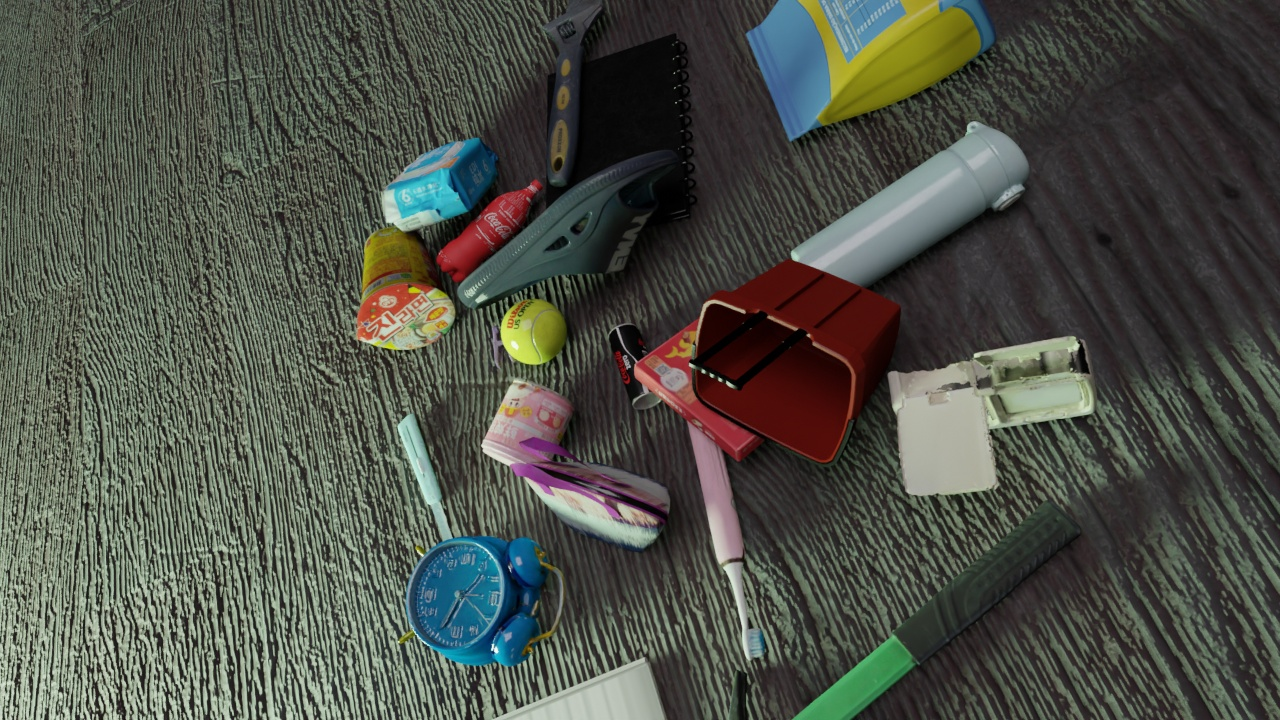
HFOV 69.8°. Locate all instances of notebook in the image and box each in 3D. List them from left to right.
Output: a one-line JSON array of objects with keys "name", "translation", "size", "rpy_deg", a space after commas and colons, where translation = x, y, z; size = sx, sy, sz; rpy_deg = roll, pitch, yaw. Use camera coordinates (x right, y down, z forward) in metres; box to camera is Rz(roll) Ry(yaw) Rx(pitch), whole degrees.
[{"name": "notebook", "translation": [-0.066, 0.356, 0.768], "size": [0.210, 0.009, 0.142], "rpy_deg": [-26, 61, 12]}, {"name": "notebook", "translation": [-0.025, -0.239, 0.996], "size": [0.169, 0.019, 0.231], "rpy_deg": [-11, 65, 20]}]

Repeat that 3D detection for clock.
[{"name": "clock", "translation": [-0.139, 0.214, 0.829], "size": [0.162, 0.060, 0.116], "rpy_deg": [-4, 67, 21]}]

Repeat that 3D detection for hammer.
[{"name": "hammer", "translation": [0.199, 0.220, 0.698], "size": [0.319, 0.032, 0.130], "rpy_deg": [-41, 58, 3]}]

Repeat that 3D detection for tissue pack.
[{"name": "tissue pack", "translation": [-0.220, -0.197, 1.013], "size": [0.093, 0.062, 0.144], "rpy_deg": [-15, 26, 18]}]

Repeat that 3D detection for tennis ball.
[{"name": "tennis ball", "translation": [-0.106, -0.029, 0.914], "size": [0.065, 0.065, 0.065], "rpy_deg": [-9, 65, 20]}]

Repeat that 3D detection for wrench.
[{"name": "wrench", "translation": [-0.080, -0.313, 1.029], "size": [0.073, 0.022, 0.272], "rpy_deg": [-5, 66, 18]}]

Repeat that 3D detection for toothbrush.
[{"name": "toothbrush", "translation": [0.073, 0.143, 0.787], "size": [0.027, 0.027, 0.222], "rpy_deg": [-22, 62, 21]}]

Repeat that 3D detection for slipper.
[{"name": "slipper", "translation": [-0.066, -0.109, 0.906], "size": [0.269, 0.110, 0.083], "rpy_deg": [-33, 88, 23]}]

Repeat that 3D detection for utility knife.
[{"name": "utility knife", "translation": [-0.214, 0.124, 0.930], "size": [0.022, 0.015, 0.158], "rpy_deg": [-31, 63, 7]}]

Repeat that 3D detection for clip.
[{"name": "clip", "translation": [-0.142, -0.017, 0.957], "size": [0.036, 0.013, 0.052], "rpy_deg": [-17, 60, 15]}]

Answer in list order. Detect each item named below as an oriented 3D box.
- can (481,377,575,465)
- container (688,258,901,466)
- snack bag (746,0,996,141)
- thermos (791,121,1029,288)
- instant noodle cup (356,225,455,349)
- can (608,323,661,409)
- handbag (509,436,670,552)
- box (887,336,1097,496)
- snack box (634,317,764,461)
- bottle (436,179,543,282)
[{"name": "can", "translation": [-0.107, 0.064, 0.874], "size": [0.067, 0.067, 0.076], "rpy_deg": [17, 75, 28]}, {"name": "container", "translation": [0.107, 0.010, 0.729], "size": [0.148, 0.127, 0.200], "rpy_deg": [28, 45, 26]}, {"name": "snack bag", "translation": [0.211, -0.324, 0.889], "size": [0.206, 0.102, 0.158], "rpy_deg": [-29, 59, 25]}, {"name": "thermos", "translation": [0.236, -0.126, 0.806], "size": [0.207, 0.065, 0.078], "rpy_deg": [-33, 73, 7]}, {"name": "instant noodle cup", "translation": [-0.258, -0.085, 0.995], "size": [0.100, 0.100, 0.112], "rpy_deg": [-27, 51, 11]}, {"name": "can", "translation": [-0.005, 0.005, 0.876], "size": [0.031, 0.031, 0.080], "rpy_deg": [-27, 61, 11]}, {"name": "handbag", "translation": [-0.052, 0.105, 0.773], "size": [0.145, 0.170, 0.068], "rpy_deg": [14, 75, 28]}, {"name": "box", "translation": [0.255, 0.043, 0.667], "size": [0.145, 0.186, 0.101], "rpy_deg": [-13, 80, 27]}, {"name": "snack box", "translation": [0.070, 0.022, 0.822], "size": [0.089, 0.021, 0.133], "rpy_deg": [-36, 56, -23]}, {"name": "bottle", "translation": [-0.161, -0.144, 1.001], "size": [0.141, 0.042, 0.042], "rpy_deg": [-43, 59, 2]}]
